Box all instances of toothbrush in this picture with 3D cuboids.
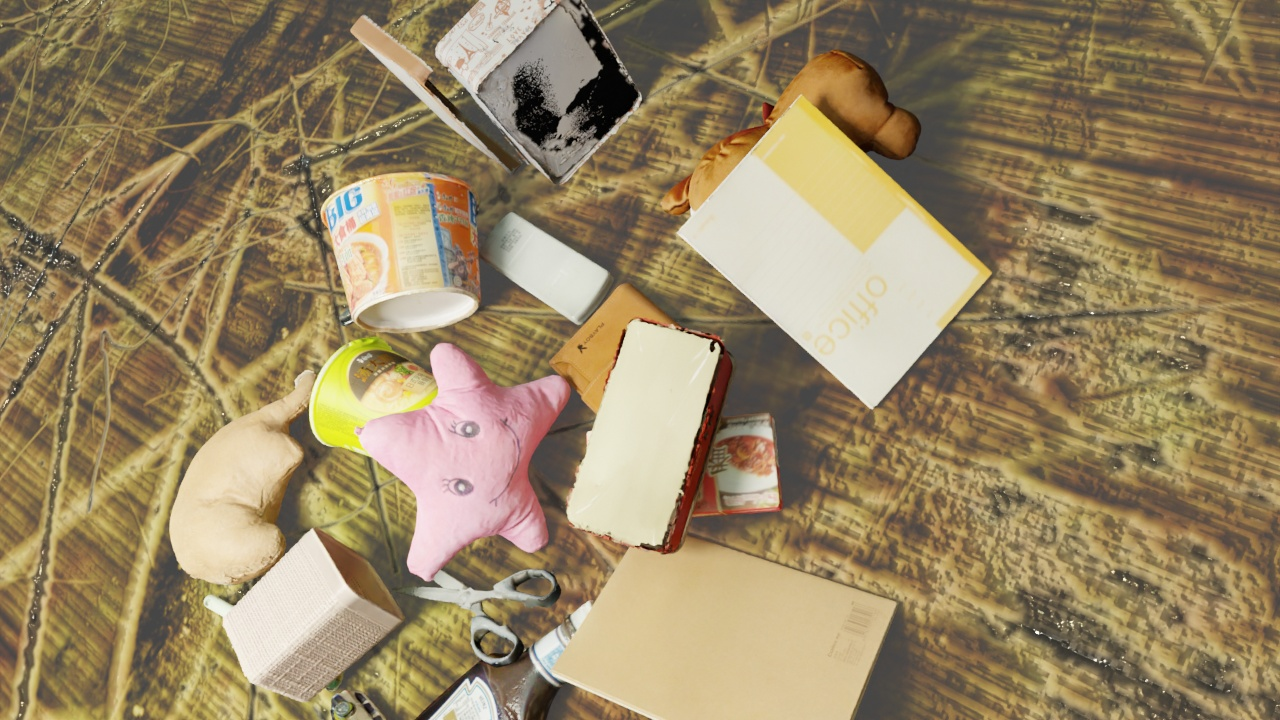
[{"bbox_3d":[-0.348,0.258,0.859,0.190,0.020,0.029,16,96,29],"label":"toothbrush"},{"bbox_3d":[-0.246,-0.098,0.966,0.189,0.017,0.014,-39,64,3],"label":"toothbrush"}]

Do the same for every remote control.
[{"bbox_3d":[-0.093,-0.091,0.888,0.150,0.021,0.058,35,86,31],"label":"remote control"}]

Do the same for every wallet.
[{"bbox_3d":[-0.005,0.005,0.804,0.108,0.031,0.132,-46,58,-1],"label":"wallet"}]

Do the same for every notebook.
[{"bbox_3d":[0.152,-0.083,0.710,0.206,0.010,0.146,42,89,-5],"label":"notebook"},{"bbox_3d":[0.061,0.201,0.663,0.212,0.012,0.149,12,46,28],"label":"notebook"}]

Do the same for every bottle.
[{"bbox_3d":[-0.102,0.266,0.729,0.195,0.044,0.080,-41,49,2],"label":"bottle"}]

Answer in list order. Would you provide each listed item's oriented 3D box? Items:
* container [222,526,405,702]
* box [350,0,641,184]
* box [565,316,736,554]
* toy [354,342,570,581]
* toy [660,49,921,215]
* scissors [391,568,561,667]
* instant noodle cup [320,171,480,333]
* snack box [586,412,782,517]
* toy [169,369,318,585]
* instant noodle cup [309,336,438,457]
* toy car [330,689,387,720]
[{"bbox_3d":[-0.284,0.222,0.791,0.111,0.090,0.090,-43,52,-8],"label":"container"},{"bbox_3d":[-0.132,-0.293,0.900,0.205,0.180,0.158,40,90,31],"label":"box"},{"bbox_3d":[0.006,0.056,0.694,0.091,0.077,0.168,15,80,17],"label":"box"},{"bbox_3d":[-0.151,0.086,0.762,0.075,0.178,0.194,-8,69,64],"label":"toy"},{"bbox_3d":[0.121,-0.161,0.768,0.199,0.130,0.140,-35,31,-5],"label":"toy"},{"bbox_3d":[-0.143,0.202,0.769,0.163,0.014,0.165,-23,37,5],"label":"scissors"},{"bbox_3d":[-0.221,-0.097,0.880,0.151,0.151,0.111,-16,76,18],"label":"instant noodle cup"},{"bbox_3d":[0.034,0.088,0.734,0.153,0.025,0.075,-7,75,13],"label":"snack box"},{"bbox_3d":[-0.389,0.109,0.912,0.143,0.082,0.225,-1,65,19],"label":"toy"},{"bbox_3d":[-0.218,0.049,0.844,0.123,0.111,0.111,21,78,22],"label":"instant noodle cup"},{"bbox_3d":[-0.227,0.315,0.766,0.035,0.042,0.090,-23,46,-39],"label":"toy car"}]
